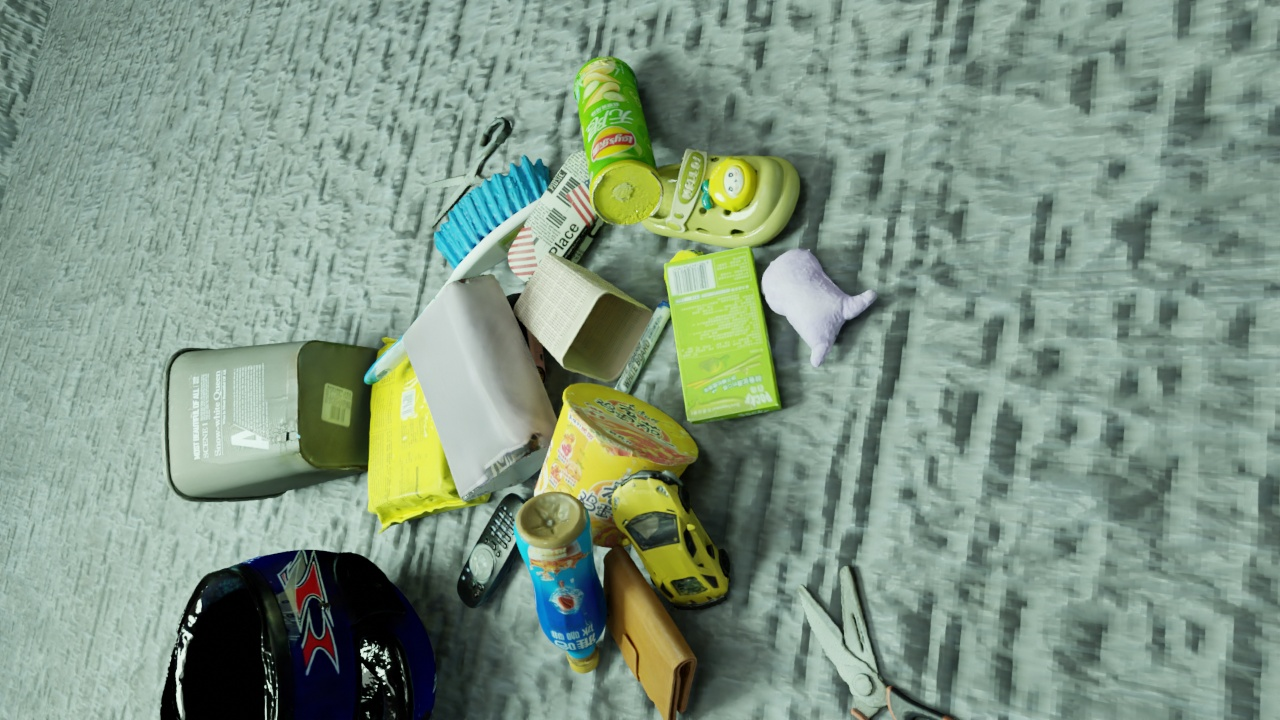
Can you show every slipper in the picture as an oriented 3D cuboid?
[{"bbox_3d":[0.060,-0.161,0.895,0.191,0.081,0.091,8,86,41],"label":"slipper"}]

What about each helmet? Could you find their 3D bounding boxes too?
[{"bbox_3d":[-0.332,0.341,0.951,0.315,0.240,0.247,38,101,48],"label":"helmet"}]

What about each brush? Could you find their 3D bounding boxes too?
[{"bbox_3d":[-0.215,-0.105,1.061,0.314,0.060,0.109,-37,66,3],"label":"brush"}]

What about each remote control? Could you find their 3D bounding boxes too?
[{"bbox_3d":[-0.156,0.207,0.996,0.053,0.024,0.136,37,102,36],"label":"remote control"}]

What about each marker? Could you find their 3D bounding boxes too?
[{"bbox_3d":[-0.006,0.005,0.940,0.017,0.017,0.146,33,99,38],"label":"marker"}]

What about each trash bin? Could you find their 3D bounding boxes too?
[{"bbox_3d":[-0.443,0.070,1.144,0.220,0.198,0.199,-9,80,29],"label":"trash bin"}]

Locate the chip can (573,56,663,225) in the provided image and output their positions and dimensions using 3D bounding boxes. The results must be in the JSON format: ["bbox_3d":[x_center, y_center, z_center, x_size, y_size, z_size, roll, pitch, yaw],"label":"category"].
[{"bbox_3d":[-0.026,-0.232,0.944,0.073,0.072,0.221,-36,41,24],"label":"chip can"}]

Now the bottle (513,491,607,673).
[{"bbox_3d":[-0.066,0.211,0.831,0.065,0.219,0.065,-4,40,3],"label":"bottle"}]

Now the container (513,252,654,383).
[{"bbox_3d":[-0.064,-0.048,0.953,0.111,0.089,0.090,40,103,39],"label":"container"}]

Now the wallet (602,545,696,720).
[{"bbox_3d":[0.003,0.248,0.830,0.131,0.031,0.108,52,148,40],"label":"wallet"}]

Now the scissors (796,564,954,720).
[{"bbox_3d":[0.191,0.276,0.723,0.222,0.015,0.189,20,91,40],"label":"scissors"}]

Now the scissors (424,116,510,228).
[{"bbox_3d":[-0.214,-0.234,1.162,0.181,0.014,0.159,21,91,40],"label":"scissors"}]

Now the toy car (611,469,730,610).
[{"bbox_3d":[0.025,0.159,0.804,0.071,0.156,0.041,-16,32,20],"label":"toy car"}]

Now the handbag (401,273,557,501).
[{"bbox_3d":[-0.161,0.027,0.964,0.145,0.098,0.197,-41,69,53],"label":"handbag"}]

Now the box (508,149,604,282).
[{"bbox_3d":[-0.084,-0.153,1.000,0.075,0.081,0.164,44,102,30],"label":"box"}]

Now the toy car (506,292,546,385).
[{"bbox_3d":[-0.132,-0.016,1.030,0.056,0.037,0.122,-13,83,40],"label":"toy car"}]

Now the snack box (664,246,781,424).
[{"bbox_3d":[0.075,-0.023,0.854,0.086,0.026,0.156,-12,75,12],"label":"snack box"}]

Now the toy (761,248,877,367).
[{"bbox_3d":[0.152,-0.059,0.823,0.084,0.039,0.108,-50,52,16],"label":"toy"}]

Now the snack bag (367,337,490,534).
[{"bbox_3d":[-0.254,0.070,1.079,0.158,0.068,0.246,-17,67,33],"label":"snack bag"}]

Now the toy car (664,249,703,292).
[{"bbox_3d":[0.048,-0.063,0.907,0.048,0.032,0.105,-24,63,31],"label":"toy car"}]

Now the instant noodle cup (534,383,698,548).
[{"bbox_3d":[-0.031,0.102,0.866,0.138,0.137,0.110,39,110,37],"label":"instant noodle cup"}]
